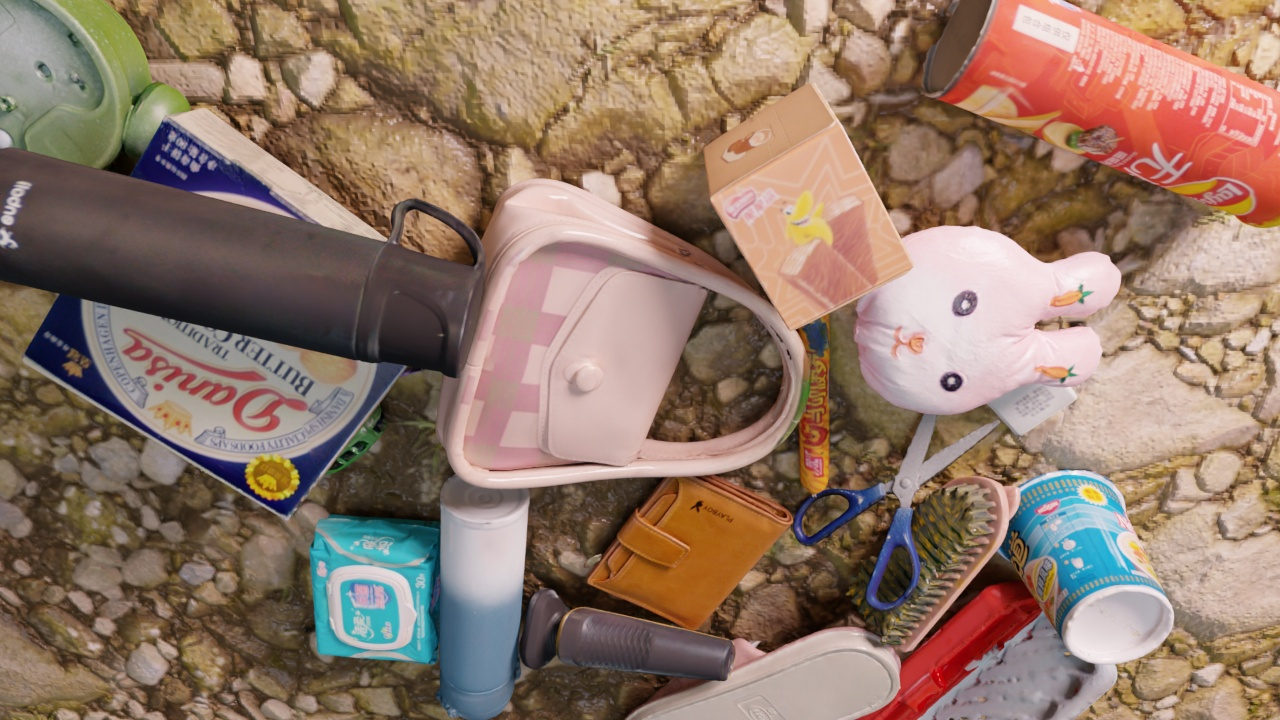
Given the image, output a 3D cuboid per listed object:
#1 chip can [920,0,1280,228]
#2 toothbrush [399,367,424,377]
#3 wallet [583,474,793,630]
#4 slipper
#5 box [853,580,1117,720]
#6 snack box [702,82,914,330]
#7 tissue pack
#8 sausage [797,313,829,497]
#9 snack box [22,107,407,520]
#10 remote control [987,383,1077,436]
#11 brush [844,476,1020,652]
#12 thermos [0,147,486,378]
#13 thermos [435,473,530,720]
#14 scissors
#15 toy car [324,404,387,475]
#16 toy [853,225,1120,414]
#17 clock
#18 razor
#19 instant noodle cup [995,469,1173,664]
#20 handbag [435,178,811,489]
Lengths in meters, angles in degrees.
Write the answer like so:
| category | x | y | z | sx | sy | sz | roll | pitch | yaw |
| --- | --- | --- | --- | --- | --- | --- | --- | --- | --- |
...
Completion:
| category | x | y | z | sx | sy | sz | roll | pitch | yaw |
| --- | --- | --- | --- | --- | --- | --- | --- | --- | --- |
| chip can | 0.267 | -0.140 | 0.501 | 0.216 | 0.073 | 0.073 | 18 | 119 | -9 |
| toothbrush | -0.230 | 0.024 | 0.645 | 0.189 | 0.014 | 0.017 | -15 | 106 | 10 |
| wallet | 0.030 | 0.139 | 0.694 | 0.119 | 0.035 | 0.131 | 25 | 118 | -20 |
| slipper | 0.089 | 0.281 | 0.756 | 0.275 | 0.054 | 0.114 | -37 | 109 | 28 |
| box | 0.254 | 0.268 | 0.715 | 0.095 | 0.100 | 0.201 | 9 | 126 | -44 |
| snack box | 0.092 | -0.089 | 0.524 | 0.077 | 0.092 | 0.094 | -28 | 115 | 17 |
| tissue pack | -0.203 | 0.181 | 0.712 | 0.093 | 0.050 | 0.134 | 5 | 120 | -2 |
| sausage | 0.119 | 0.027 | 0.630 | 0.021 | 0.021 | 0.165 | -4 | 119 | 4 |
| snack box | -0.234 | -0.020 | 0.546 | 0.178 | 0.045 | 0.183 | 36 | 107 | -14 |
| remote control | 0.234 | -0.003 | 0.609 | 0.049 | 0.024 | 0.125 | -40 | 112 | 22 |
| brush | 0.219 | 0.143 | 0.675 | 0.073 | 0.063 | 0.146 | 9 | 122 | -38 |
| thermos | -0.204 | -0.057 | 0.478 | 0.242 | 0.068 | 0.090 | 12 | 78 | -6 |
| thermos | -0.122 | 0.186 | 0.707 | 0.070 | 0.070 | 0.221 | 6 | 121 | -2 |
| scissors | 0.181 | 0.101 | 0.647 | 0.163 | 0.012 | 0.162 | -18 | 81 | 31 |
| toy car | -0.219 | 0.058 | 0.646 | 0.091 | 0.043 | 0.036 | -30 | 115 | 18 |
| toy | 0.209 | -0.024 | 0.555 | 0.159 | 0.054 | 0.121 | -3 | 116 | -2 |
| clock | -0.330 | -0.148 | 0.525 | 0.116 | 0.056 | 0.161 | -27 | 115 | 17 |
| razor | -0.009 | 0.220 | 0.715 | 0.167 | 0.067 | 0.062 | 8 | 80 | 4 |
| instant noodle cup | 0.312 | 0.149 | 0.643 | 0.099 | 0.109 | 0.099 | 0 | 120 | 1 |
| handbag | -0.003 | 0.003 | 0.594 | 0.234 | 0.093 | 0.194 | 14 | 120 | -14 |
